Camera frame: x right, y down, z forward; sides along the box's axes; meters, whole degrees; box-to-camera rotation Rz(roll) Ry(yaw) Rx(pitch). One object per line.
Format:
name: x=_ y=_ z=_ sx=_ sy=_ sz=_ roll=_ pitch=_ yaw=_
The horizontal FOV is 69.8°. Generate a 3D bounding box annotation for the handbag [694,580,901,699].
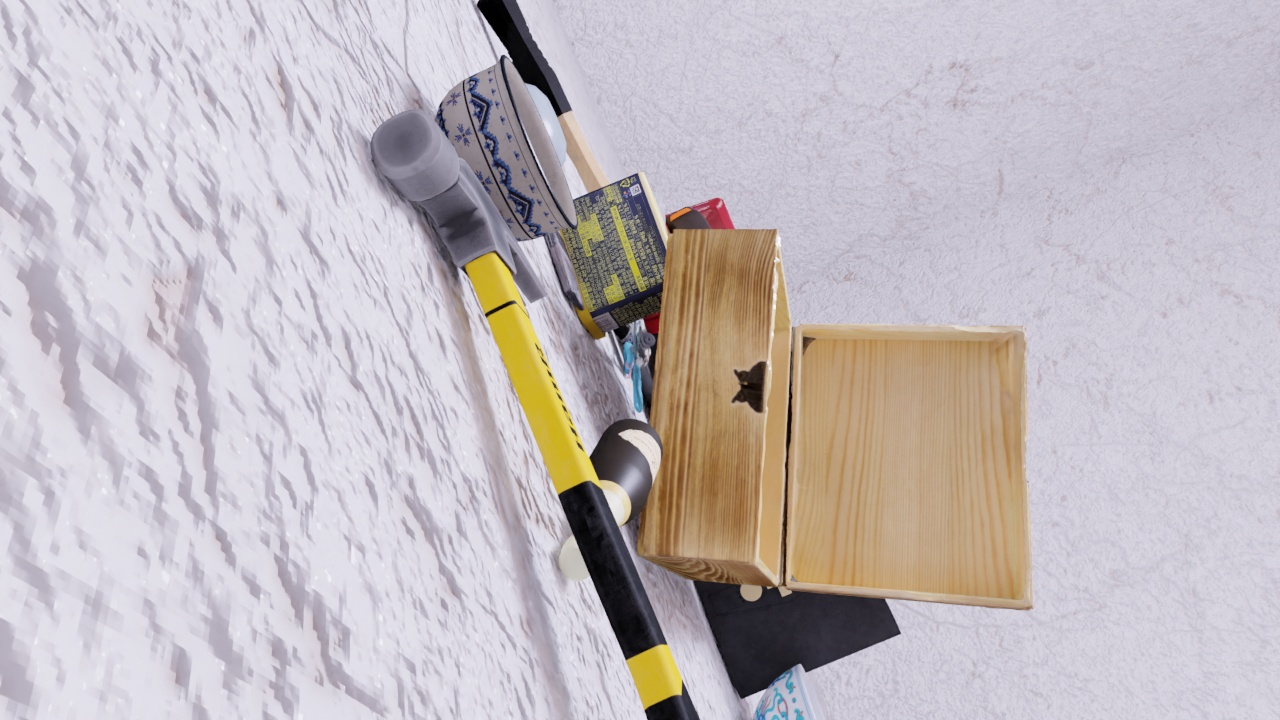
handbag: x=0.142 y=0.217 z=0.951 sx=0.072 sy=0.176 sz=0.196 roll=-70 pitch=136 yaw=-81

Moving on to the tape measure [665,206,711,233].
tape measure: x=0.050 y=-0.117 z=0.910 sx=0.058 sy=0.038 sz=0.058 roll=66 pitch=-7 yaw=-33

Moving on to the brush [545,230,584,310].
brush: x=-0.081 y=-0.117 z=0.861 sx=0.039 sy=0.012 sz=0.151 roll=54 pitch=16 yaw=-67

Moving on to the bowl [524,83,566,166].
bowl: x=-0.105 y=-0.238 z=0.943 sx=0.106 sy=0.039 sz=0.106 roll=-20 pitch=89 yaw=-84

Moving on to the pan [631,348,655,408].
pan: x=0.018 y=0.043 z=1.139 sx=0.216 sy=0.024 sz=0.354 roll=60 pitch=10 yaw=-57

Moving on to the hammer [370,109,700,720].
hammer: x=-0.040 y=0.039 z=0.454 sx=0.324 sy=0.034 sz=0.170 roll=65 pitch=3 yaw=21

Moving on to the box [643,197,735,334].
box: x=0.055 y=-0.114 z=1.155 sx=0.098 sy=0.157 sz=0.129 roll=70 pitch=4 yaw=-55

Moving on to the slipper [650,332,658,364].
slipper: x=0.087 y=0.082 z=1.102 sx=0.109 sy=0.083 sz=0.265 roll=48 pitch=23 yaw=-80

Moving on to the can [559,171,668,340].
can: x=-0.022 y=-0.104 z=0.905 sx=0.075 sy=0.104 sz=0.135 roll=54 pitch=16 yaw=-68

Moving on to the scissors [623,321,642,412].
scissors: x=-0.005 y=0.006 z=0.968 sx=0.142 sy=0.015 sz=0.095 roll=96 pitch=-15 yaw=-69

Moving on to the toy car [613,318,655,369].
toy car: x=-0.016 y=-0.043 z=1.045 sx=0.049 sy=0.040 sz=0.112 roll=133 pitch=-57 yaw=-63

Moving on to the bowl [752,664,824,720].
bowl: x=0.143 y=0.372 z=0.872 sx=0.144 sy=0.074 sz=0.144 roll=-20 pitch=89 yaw=-84

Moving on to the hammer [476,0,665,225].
hammer: x=-0.080 y=-0.250 z=0.999 sx=0.039 sy=0.131 sz=0.328 roll=-35 pitch=99 yaw=-38

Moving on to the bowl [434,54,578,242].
bowl: x=-0.089 y=-0.127 z=0.584 sx=0.115 sy=0.059 sz=0.115 roll=-20 pitch=89 yaw=-84

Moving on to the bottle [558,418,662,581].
bottle: x=-0.020 y=0.084 z=0.559 sx=0.184 sy=0.045 sz=0.045 roll=-58 pitch=127 yaw=-74

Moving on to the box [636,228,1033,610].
box: x=0.195 y=0.066 z=0.824 sx=0.286 sy=0.337 sz=0.278 roll=58 pitch=34 yaw=-70
